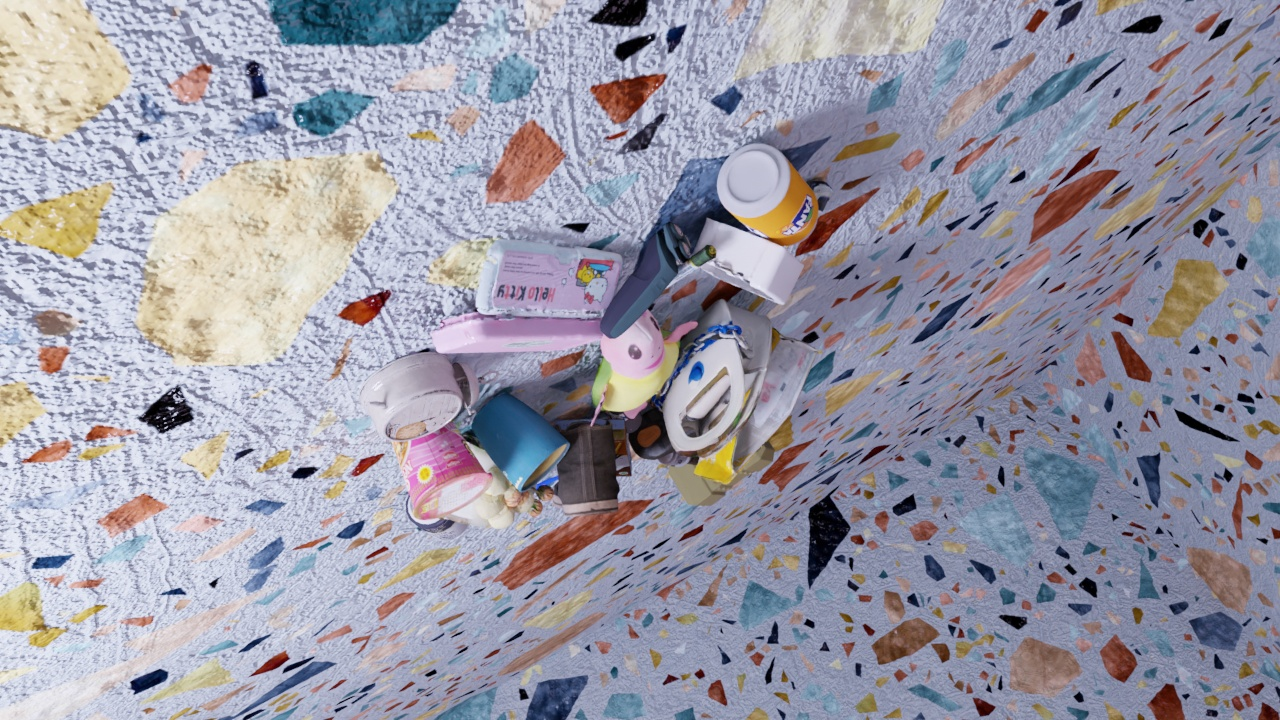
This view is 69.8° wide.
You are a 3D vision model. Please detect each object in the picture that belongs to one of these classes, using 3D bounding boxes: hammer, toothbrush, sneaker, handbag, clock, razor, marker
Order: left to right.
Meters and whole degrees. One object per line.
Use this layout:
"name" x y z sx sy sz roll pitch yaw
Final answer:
"clock" -0.221 0.039 0.984 0.156 0.061 0.104 -17 154 -30
"handbag" -0.184 0.166 1.222 0.171 0.123 0.112 21 90 -67
"toothbrush" -0.173 0.204 1.419 0.183 0.018 0.016 -21 154 8
"sneaker" -0.080 0.143 1.259 0.095 0.120 0.235 -5 177 -3
"razor" 0.004 -0.084 0.997 0.143 0.052 0.047 -52 136 -3
"marker" 0.040 -0.098 1.045 0.017 0.017 0.147 -17 174 -34
"hammer" 0.108 0.179 1.684 0.190 0.100 0.324 -38 158 15
"sneaker" 0.104 0.079 1.467 0.238 0.101 0.142 -39 160 18
"handbag" 0.092 0.031 1.225 0.093 0.199 0.201 22 130 -18

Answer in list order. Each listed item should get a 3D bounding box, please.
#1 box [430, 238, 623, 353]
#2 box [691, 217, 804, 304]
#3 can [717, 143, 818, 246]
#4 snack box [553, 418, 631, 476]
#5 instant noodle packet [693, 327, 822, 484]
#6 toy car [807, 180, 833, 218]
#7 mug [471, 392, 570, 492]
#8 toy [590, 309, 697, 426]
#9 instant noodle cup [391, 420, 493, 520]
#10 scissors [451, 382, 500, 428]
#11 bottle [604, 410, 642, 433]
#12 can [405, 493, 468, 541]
"box" -0.104 -0.050 0.944 0.150 0.073 0.201 -45 156 29
"box" 0.118 -0.103 1.048 0.102 0.107 0.076 16 97 -65
"can" 0.142 -0.174 0.993 0.079 0.079 0.142 -38 158 15
"snack box" -0.069 0.134 1.377 0.101 0.031 0.186 -2 157 2
"instant noodle packet" 0.144 0.068 1.286 0.221 0.084 0.163 -62 -167 -8
"toy car" 0.194 -0.177 1.127 0.047 0.033 0.106 -10 150 -48
"mug" -0.148 0.096 1.142 0.084 0.104 0.112 -48 169 10
"toy" -0.007 0.007 1.169 0.190 0.087 0.238 -41 160 -10
"instant noodle cup" -0.237 0.112 1.054 0.097 0.108 0.098 -27 158 -12
"scissors" -0.233 0.080 1.122 0.176 0.032 0.078 -48 152 25
"bottle" -0.027 0.074 1.344 0.047 0.047 0.112 -32 158 -2
"can" -0.278 0.212 1.276 0.064 0.064 0.127 -30 159 -7
